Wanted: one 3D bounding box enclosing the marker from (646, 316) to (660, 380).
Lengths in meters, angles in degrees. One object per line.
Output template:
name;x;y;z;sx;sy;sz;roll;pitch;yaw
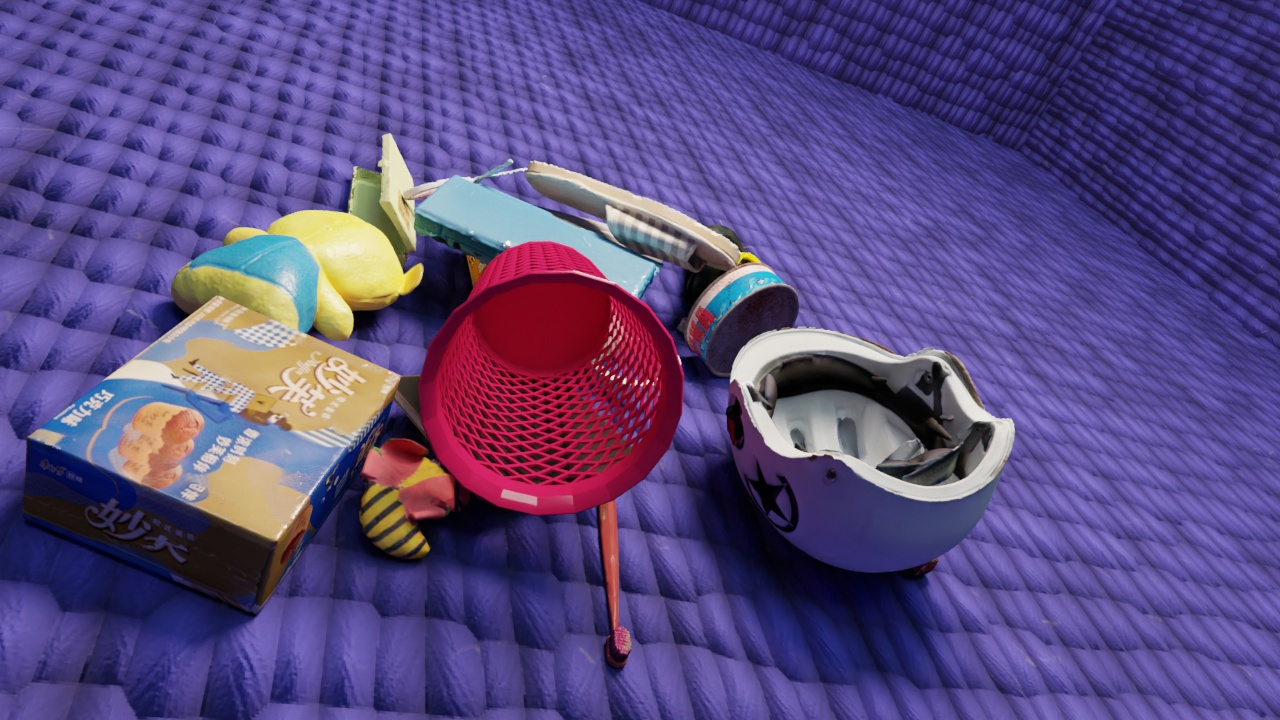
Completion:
marker;0.016;-0.015;1.022;0.019;0.019;0.145;19;30;-13

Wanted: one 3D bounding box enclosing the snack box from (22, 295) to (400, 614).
snack box;-0.278;0.053;0.628;0.155;0.069;0.202;25;29;-4

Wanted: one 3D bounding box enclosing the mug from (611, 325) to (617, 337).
mug;-0.055;-0.070;0.981;0.088;0.078;0.113;26;10;-1

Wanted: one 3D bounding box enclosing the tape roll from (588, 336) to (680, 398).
tape roll;-0.006;0.006;0.948;0.094;0.018;0.093;5;34;-3

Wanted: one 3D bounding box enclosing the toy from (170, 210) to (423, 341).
toy;-0.294;-0.077;0.813;0.149;0.084;0.213;33;32;9

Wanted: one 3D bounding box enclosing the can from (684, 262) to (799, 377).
can;0.114;-0.044;1.033;0.129;0.130;0.044;-3;41;-41

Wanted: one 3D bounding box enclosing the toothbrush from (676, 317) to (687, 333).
toothbrush;0.129;-0.012;1.113;0.180;0.017;0.016;22;28;-10

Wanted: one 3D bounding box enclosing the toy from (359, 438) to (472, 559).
toy;-0.169;0.097;0.673;0.084;0.046;0.103;42;27;-17

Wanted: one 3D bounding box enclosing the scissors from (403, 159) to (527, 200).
scissors;-0.204;-0.198;1.042;0.172;0.171;0.013;-23;99;-41

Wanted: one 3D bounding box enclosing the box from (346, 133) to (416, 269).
box;-0.279;-0.170;1.008;0.077;0.091;0.187;33;20;-32

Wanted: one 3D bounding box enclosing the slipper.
slipper;-0.015;-0.157;1.042;0.273;0.054;0.114;26;-1;17

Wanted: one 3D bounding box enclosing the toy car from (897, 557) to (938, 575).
toy car;0.250;0.170;0.896;0.042;0.036;0.091;0;33;-36

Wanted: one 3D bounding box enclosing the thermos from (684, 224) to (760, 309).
thermos;0.102;-0.113;1.159;0.098;0.098;0.220;22;21;-7

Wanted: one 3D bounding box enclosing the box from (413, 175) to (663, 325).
box;-0.092;-0.128;0.935;0.231;0.048;0.176;24;29;2

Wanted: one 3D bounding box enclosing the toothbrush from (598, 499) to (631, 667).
toothbrush;-0.021;0.157;0.717;0.016;0.016;0.189;16;31;-15

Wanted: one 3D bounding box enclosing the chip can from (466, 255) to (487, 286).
chip can;-0.138;-0.084;0.953;0.075;0.075;0.214;11;33;-25

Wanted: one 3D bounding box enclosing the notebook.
notebook;-0.102;0.056;0.791;0.141;0.008;0.208;43;24;27

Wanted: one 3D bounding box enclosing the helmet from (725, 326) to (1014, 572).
helmet;0.191;0.087;0.848;0.236;0.164;0.264;-9;34;-25

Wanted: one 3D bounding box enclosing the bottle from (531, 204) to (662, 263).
bottle;-0.066;-0.146;1.122;0.195;0.053;0.052;12;32;-16

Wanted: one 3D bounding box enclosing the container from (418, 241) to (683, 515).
container;-0.076;-0.011;0.744;0.183;0.183;0.225;18;16;-14
